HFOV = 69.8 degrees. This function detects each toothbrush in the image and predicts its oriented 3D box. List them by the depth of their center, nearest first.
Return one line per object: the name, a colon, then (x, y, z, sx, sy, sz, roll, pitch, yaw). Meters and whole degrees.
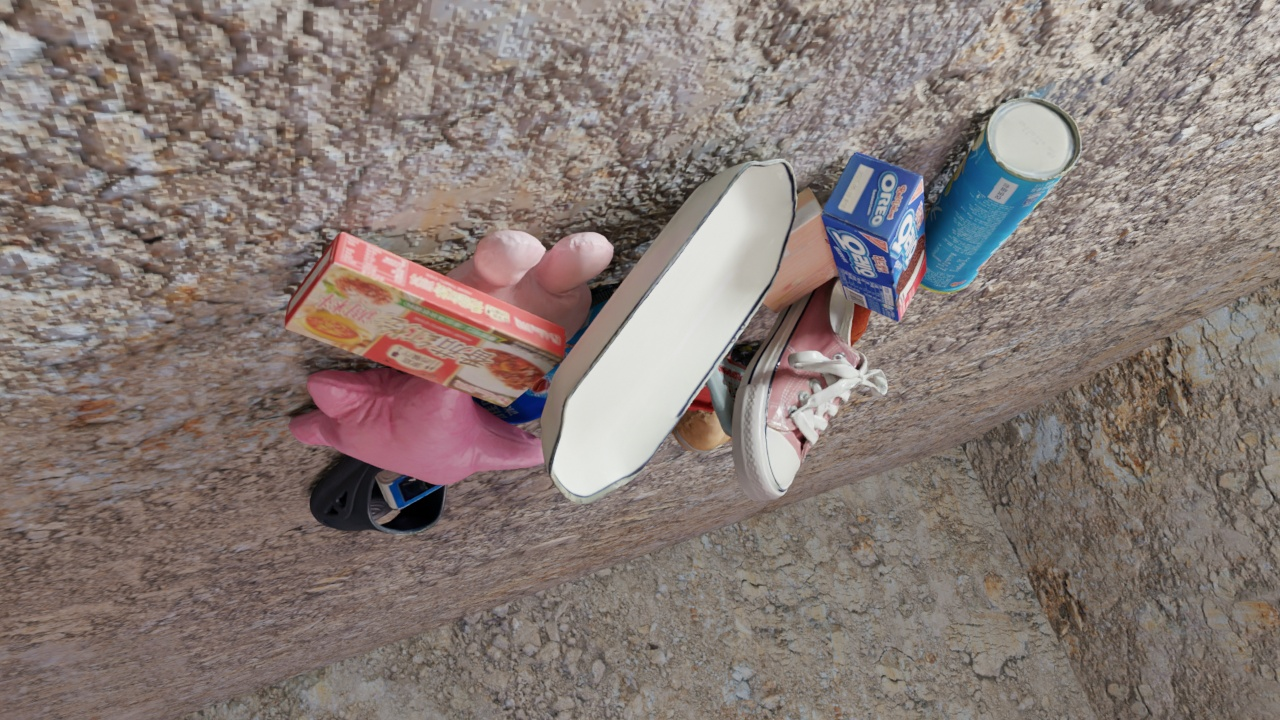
toothbrush: (0.036, -0.068, 0.740, 0.188, 0.016, 0.014, -16, 162, -23)

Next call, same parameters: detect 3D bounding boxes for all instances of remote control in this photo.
remote control: (-0.173, 0.088, 0.819, 0.124, 0.024, 0.049, -30, 149, -22)

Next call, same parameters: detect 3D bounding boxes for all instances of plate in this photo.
plate: (0.018, -0.024, 0.616, 0.265, 0.034, 0.162, -54, 155, -10)

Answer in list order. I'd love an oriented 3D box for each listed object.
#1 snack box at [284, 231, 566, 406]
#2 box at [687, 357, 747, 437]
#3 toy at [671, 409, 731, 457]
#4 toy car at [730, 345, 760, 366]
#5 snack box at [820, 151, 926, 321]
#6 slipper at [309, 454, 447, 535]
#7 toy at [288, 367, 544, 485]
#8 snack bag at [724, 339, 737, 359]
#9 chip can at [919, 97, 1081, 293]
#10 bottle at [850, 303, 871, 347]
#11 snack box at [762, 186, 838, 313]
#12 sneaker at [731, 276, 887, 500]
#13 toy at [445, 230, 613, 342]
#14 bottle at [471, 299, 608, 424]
snack box: (-0.128, -0.020, 0.559, 0.152, 0.025, 0.075, 23, 138, -31)
box: (0.069, 0.049, 0.900, 0.095, 0.100, 0.201, -27, 164, 17)
toy: (0.142, 0.047, 1.122, 0.225, 0.082, 0.143, -20, 177, -15)
toy car: (0.134, 0.002, 1.038, 0.090, 0.042, 0.035, -7, 180, -28)
snack box: (0.191, -0.091, 0.736, 0.058, 0.057, 0.207, -61, 157, -4)
slipper: (-0.241, 0.127, 0.889, 0.110, 0.083, 0.269, -9, 156, -39)
toy: (-0.163, 0.050, 0.705, 0.194, 0.074, 0.179, 19, 150, -24)
snack bag: (0.080, -0.010, 0.958, 0.045, 0.026, 0.105, -18, 162, -7)
chip can: (0.283, -0.129, 0.762, 0.071, 0.071, 0.210, -20, 163, -8)
bottle: (0.212, -0.049, 0.951, 0.059, 0.059, 0.207, -15, 158, -23)
snack box: (0.124, -0.086, 0.759, 0.084, 0.026, 0.157, -33, 162, 13)
sneaker: (0.155, 0.017, 0.815, 0.088, 0.240, 0.118, 0, 141, 39)
toy: (-0.081, -0.041, 0.605, 0.121, 0.054, 0.160, -2, 156, -32)
bottle: (-0.082, 0.014, 0.739, 0.219, 0.065, 0.065, -22, 167, 41)
